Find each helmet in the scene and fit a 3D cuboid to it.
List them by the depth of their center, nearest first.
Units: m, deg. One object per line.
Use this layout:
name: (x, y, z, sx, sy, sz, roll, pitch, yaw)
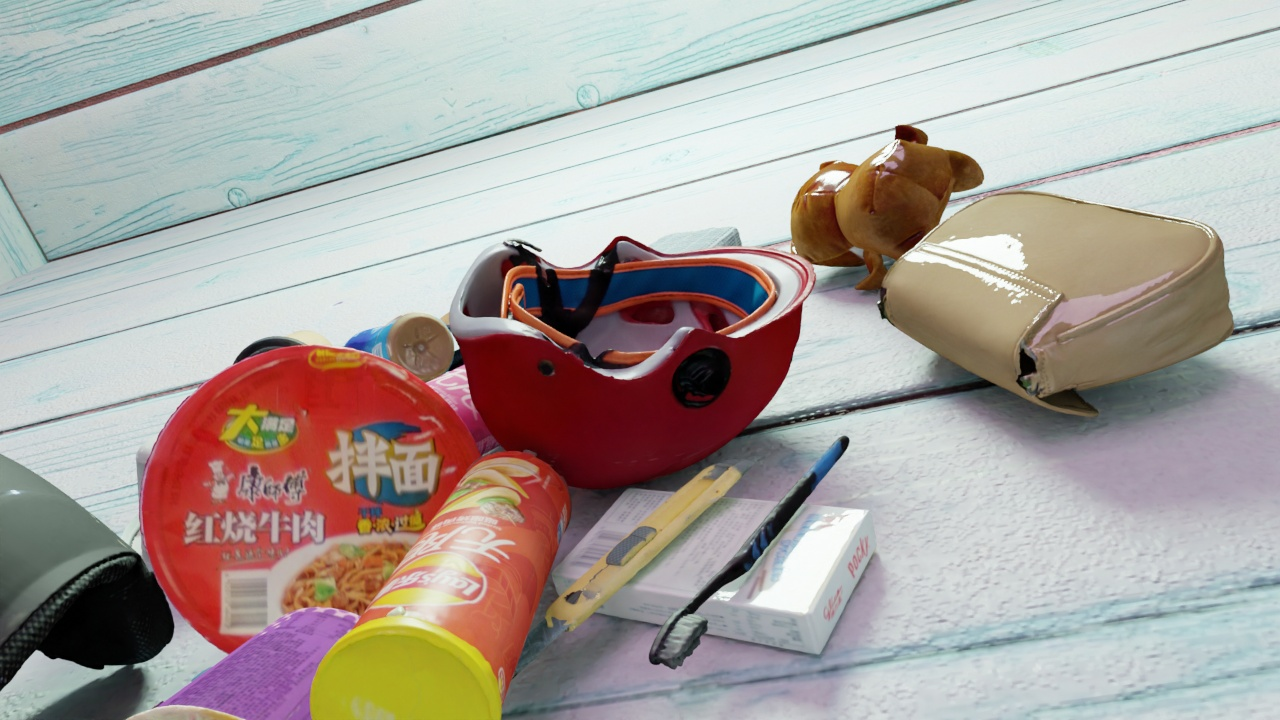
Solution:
helmet: (-0.400, 0.154, 0.463, 0.275, 0.230, 0.233, -31, 15, 20)
helmet: (-0.004, 0.004, 0.618, 0.239, 0.144, 0.207, -6, 25, -13)

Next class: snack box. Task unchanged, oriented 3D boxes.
snack box: (0.037, 0.106, 0.491, 0.157, 0.027, 0.084, 0, 28, 36)

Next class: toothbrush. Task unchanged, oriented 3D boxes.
toothbrush: (0.064, 0.088, 0.459, 0.016, 0.014, 0.189, 4, 30, 41)

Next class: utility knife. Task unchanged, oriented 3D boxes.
utility knife: (-0.007, 0.106, 0.477, 0.195, 0.020, 0.031, -42, 25, -32)

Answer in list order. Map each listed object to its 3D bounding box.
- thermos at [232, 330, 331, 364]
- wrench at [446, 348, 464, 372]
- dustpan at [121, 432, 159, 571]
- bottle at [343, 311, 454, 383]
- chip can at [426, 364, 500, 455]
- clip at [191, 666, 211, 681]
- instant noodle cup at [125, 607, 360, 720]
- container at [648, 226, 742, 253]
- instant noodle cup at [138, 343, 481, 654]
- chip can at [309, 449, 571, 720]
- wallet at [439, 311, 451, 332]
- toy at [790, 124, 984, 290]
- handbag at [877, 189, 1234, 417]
thermos: (-0.352, 0.013, 0.926, 0.093, 0.093, 0.143, -19, 14, -4)
wrench: (-0.130, -0.016, 0.809, 0.056, 0.016, 0.274, -16, -2, -37)
dustpan: (-0.290, 0.106, 0.755, 0.258, 0.143, 0.222, 20, 33, 10)
bottle: (-0.246, -0.001, 0.880, 0.065, 0.065, 0.219, -32, 12, -32)
chip can: (-0.146, 0.048, 0.677, 0.071, 0.071, 0.209, 7, 27, 45)
clip: (-0.230, 0.177, 0.536, 0.026, 0.038, 0.058, -2, 28, 37)
instant noodle cup: (-0.154, 0.167, 0.395, 0.112, 0.111, 0.099, -12, 14, 13)
container: (0.042, -0.063, 0.807, 0.090, 0.090, 0.111, -3, 23, 30)
instant noodle cup: (-0.188, 0.091, 0.540, 0.193, 0.194, 0.066, -37, -1, -40)
chip can: (-0.081, 0.107, 0.437, 0.073, 0.073, 0.216, -15, 10, 6)
wallet: (-0.134, -0.056, 0.889, 0.115, 0.020, 0.101, -2, 28, 39)
toy: (0.204, -0.129, 0.808, 0.200, 0.130, 0.140, 4, 67, 62)
handbag: (0.257, -0.038, 0.586, 0.147, 0.100, 0.204, -28, 23, -5)
